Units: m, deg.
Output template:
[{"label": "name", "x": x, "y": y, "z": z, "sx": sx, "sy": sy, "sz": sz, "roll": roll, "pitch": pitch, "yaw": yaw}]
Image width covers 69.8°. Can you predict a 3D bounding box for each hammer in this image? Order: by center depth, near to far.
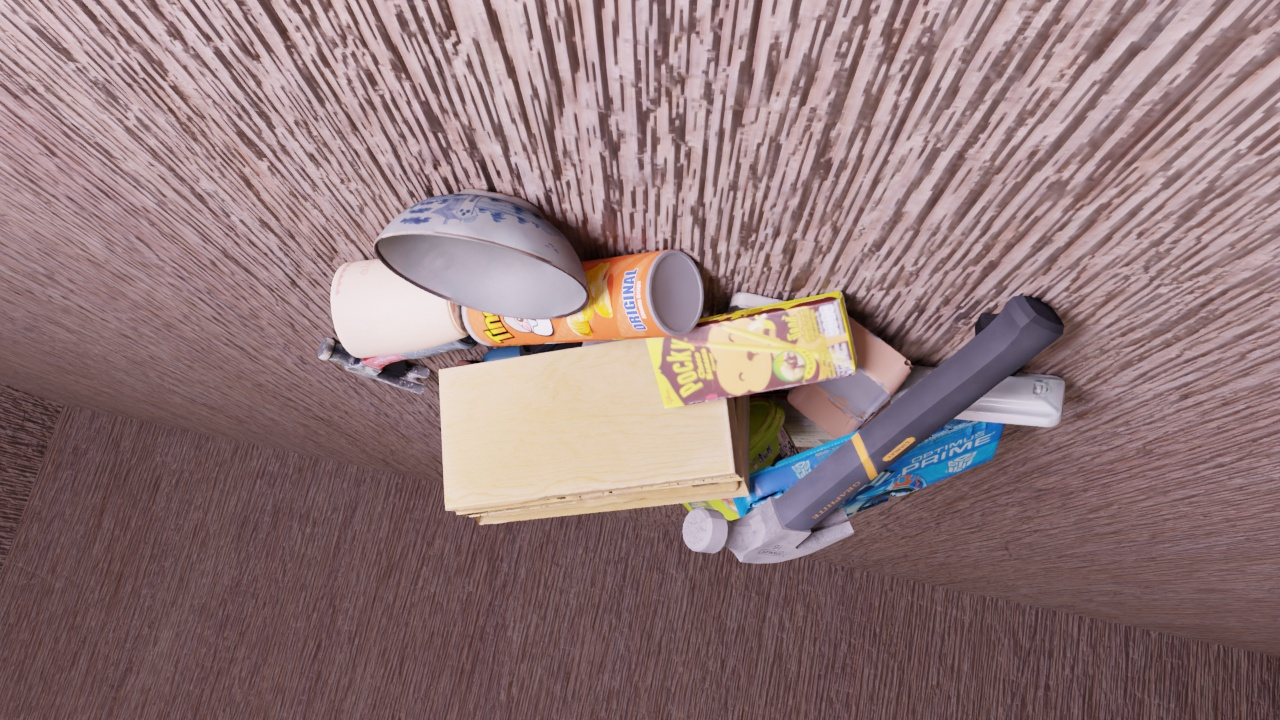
[{"label": "hammer", "x": 0.175, "y": 0.062, "z": 0.686, "sx": 0.139, "sy": 0.035, "sz": 0.313, "roll": 14, "pitch": 133, "yaw": -34}, {"label": "hammer", "x": -0.269, "y": -0.009, "z": 1.090, "sx": 0.140, "sy": 0.036, "sz": 0.327, "roll": 23, "pitch": 161, "yaw": -31}]

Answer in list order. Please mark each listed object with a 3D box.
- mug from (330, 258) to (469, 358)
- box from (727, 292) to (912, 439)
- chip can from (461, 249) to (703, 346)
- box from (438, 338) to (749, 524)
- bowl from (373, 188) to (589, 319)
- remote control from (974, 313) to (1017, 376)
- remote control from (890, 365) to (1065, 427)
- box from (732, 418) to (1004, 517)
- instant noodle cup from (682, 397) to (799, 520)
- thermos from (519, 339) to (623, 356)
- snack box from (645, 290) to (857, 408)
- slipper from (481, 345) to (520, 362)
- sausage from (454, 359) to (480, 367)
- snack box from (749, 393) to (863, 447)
[{"label": "mug", "x": -0.196, "y": -0.050, "z": 0.808, "sx": 0.104, "sy": 0.085, "sz": 0.111, "roll": -4, "pitch": -171, "yaw": 15}, {"label": "box", "x": 0.141, "y": 0.007, "z": 0.799, "sx": 0.157, "sy": 0.063, "sz": 0.216, "roll": 18, "pitch": 166, "yaw": 8}, {"label": "chip can", "x": -0.052, "y": -0.046, "z": 0.722, "sx": 0.211, "sy": 0.062, "sz": 0.062, "roll": -2, "pitch": 160, "yaw": 42}, {"label": "box", "x": -0.035, "y": 0.066, "z": 0.795, "sx": 0.249, "sy": 0.140, "sz": 0.148, "roll": -9, "pitch": 155, "yaw": 15}, {"label": "bowl", "x": -0.105, "y": -0.081, "z": 0.643, "sx": 0.151, "sy": 0.056, "sz": 0.151, "roll": 12, "pitch": 164, "yaw": 3}, {"label": "remote control", "x": 0.275, "y": -0.010, "z": 0.697, "sx": 0.039, "sy": 0.010, "sz": 0.124, "roll": 6, "pitch": 165, "yaw": 22}, {"label": "remote control", "x": 0.277, "y": 0.026, "z": 0.759, "sx": 0.133, "sy": 0.050, "sz": 0.022, "roll": 4, "pitch": 138, "yaw": 27}, {"label": "box", "x": 0.206, "y": 0.097, "z": 0.816, "sx": 0.243, "sy": 0.066, "sz": 0.091, "roll": -20, "pitch": 164, "yaw": -4}, {"label": "instant noodle cup", "x": 0.101, "y": 0.117, "z": 0.932, "sx": 0.098, "sy": 0.145, "sz": 0.146, "roll": 55, "pitch": 151, "yaw": -13}, {"label": "thermos", "x": -0.005, "y": 0.005, "z": 0.877, "sx": 0.229, "sy": 0.068, "sz": 0.101, "roll": 23, "pitch": 151, "yaw": -34}, {"label": "snack box", "x": 0.083, "y": -0.007, "z": 0.687, "sx": 0.149, "sy": 0.061, "sz": 0.025, "roll": -11, "pitch": -164, "yaw": 17}, {"label": "slipper", "x": -0.091, "y": 0.019, "z": 1.002, "sx": 0.214, "sy": 0.059, "sz": 0.103, "roll": 3, "pitch": 160, "yaw": 36}, {"label": "sausage", "x": -0.200, "y": 0.020, "z": 1.060, "sx": 0.040, "sy": 0.040, "sz": 0.155, "roll": 13, "pitch": 179, "yaw": -5}, {"label": "snack box", "x": 0.116, "y": 0.068, "z": 1.050, "sx": 0.274, "sy": 0.044, "sz": 0.076, "roll": -4, "pitch": 153, "yaw": 45}]
